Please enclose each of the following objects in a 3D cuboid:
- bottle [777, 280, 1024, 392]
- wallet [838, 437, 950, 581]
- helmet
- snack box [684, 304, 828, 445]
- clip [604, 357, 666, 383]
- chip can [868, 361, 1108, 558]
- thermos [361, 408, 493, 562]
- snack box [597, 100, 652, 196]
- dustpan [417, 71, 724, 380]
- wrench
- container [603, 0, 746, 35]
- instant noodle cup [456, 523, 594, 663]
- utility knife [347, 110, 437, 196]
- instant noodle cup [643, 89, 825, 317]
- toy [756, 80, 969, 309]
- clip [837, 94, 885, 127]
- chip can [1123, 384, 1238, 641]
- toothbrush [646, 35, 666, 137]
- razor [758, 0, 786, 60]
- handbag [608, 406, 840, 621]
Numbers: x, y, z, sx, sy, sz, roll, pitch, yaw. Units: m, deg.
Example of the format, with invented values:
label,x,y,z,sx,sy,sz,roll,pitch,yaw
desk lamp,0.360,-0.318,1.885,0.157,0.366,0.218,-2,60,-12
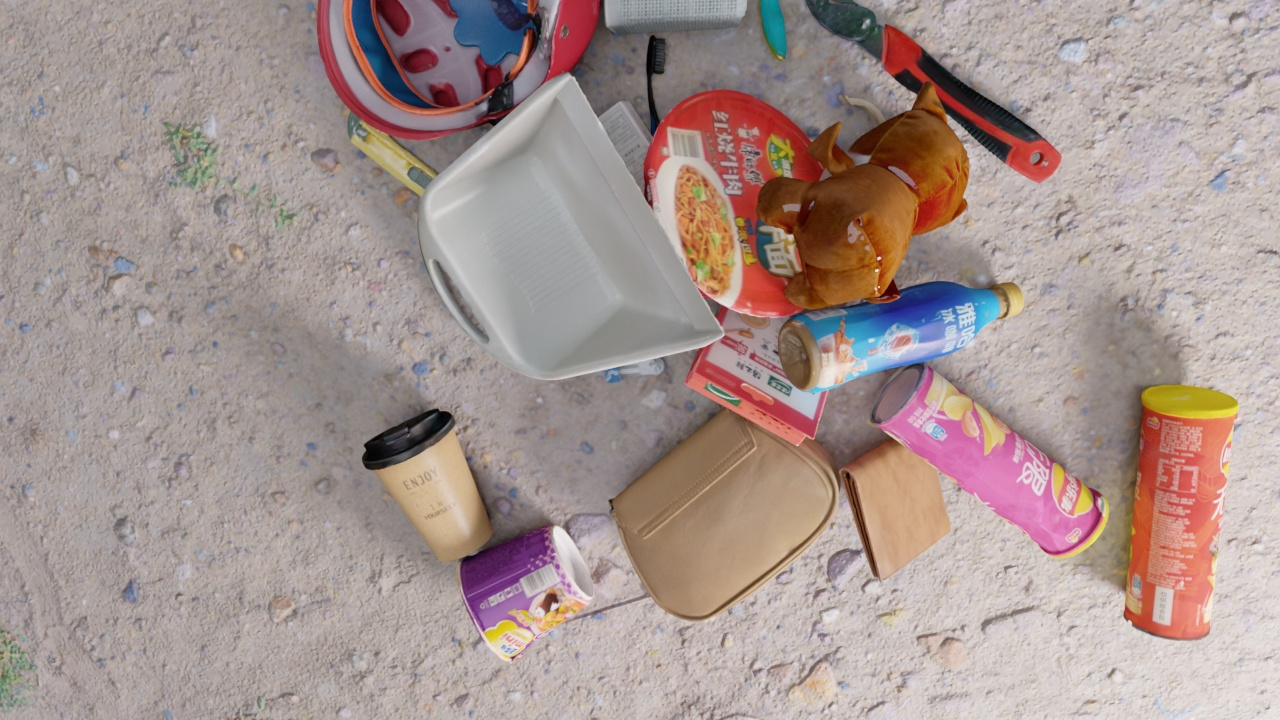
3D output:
label,x,y,z,sx,sy,sz,roll,pitch,yaw
bottle,0.223,-0.028,0.765,0.218,0.065,0.065,-14,103,-18
wallet,0.233,0.127,0.829,0.101,0.020,0.115,-25,105,-27
helmet,-0.131,-0.290,0.736,0.241,0.143,0.207,-33,90,30
snack box,0.103,0.010,0.786,0.113,0.126,0.044,29,135,-1
clip,-0.005,0.006,0.856,0.058,0.038,0.026,-4,101,9
chip can,0.302,0.087,0.800,0.210,0.071,0.071,35,105,-8
thermos,-0.198,0.117,0.874,0.093,0.093,0.143,-20,108,11
snack box,-0.004,-0.138,0.804,0.085,0.026,0.157,-32,95,22
dustpan,-0.086,-0.077,0.752,0.142,0.258,0.223,-35,103,-12
wrench,0.240,-0.242,0.765,0.273,0.016,0.056,40,105,-3
container,0.029,-0.313,0.737,0.111,0.090,0.090,0,104,4
instant noodle cup,-0.105,0.215,0.880,0.099,0.111,0.111,-29,99,3
utility knife,-0.190,-0.161,0.841,0.196,0.020,0.031,35,107,-8
instant noodle cup,0.073,-0.121,0.754,0.194,0.193,0.066,55,148,-8
toy,0.181,-0.124,0.713,0.199,0.130,0.140,-40,127,-21
clip,0.202,-0.197,0.772,0.103,0.035,0.092,-2,105,3
chip can,0.470,0.134,0.802,0.073,0.073,0.217,-1,103,7
toothbrush,0.014,-0.186,0.808,0.016,0.014,0.190,-5,106,-18
razor,0.108,-0.315,0.756,0.043,0.028,0.132,-11,102,-23
handbag,0.078,0.134,0.840,0.205,0.099,0.148,-40,89,14
